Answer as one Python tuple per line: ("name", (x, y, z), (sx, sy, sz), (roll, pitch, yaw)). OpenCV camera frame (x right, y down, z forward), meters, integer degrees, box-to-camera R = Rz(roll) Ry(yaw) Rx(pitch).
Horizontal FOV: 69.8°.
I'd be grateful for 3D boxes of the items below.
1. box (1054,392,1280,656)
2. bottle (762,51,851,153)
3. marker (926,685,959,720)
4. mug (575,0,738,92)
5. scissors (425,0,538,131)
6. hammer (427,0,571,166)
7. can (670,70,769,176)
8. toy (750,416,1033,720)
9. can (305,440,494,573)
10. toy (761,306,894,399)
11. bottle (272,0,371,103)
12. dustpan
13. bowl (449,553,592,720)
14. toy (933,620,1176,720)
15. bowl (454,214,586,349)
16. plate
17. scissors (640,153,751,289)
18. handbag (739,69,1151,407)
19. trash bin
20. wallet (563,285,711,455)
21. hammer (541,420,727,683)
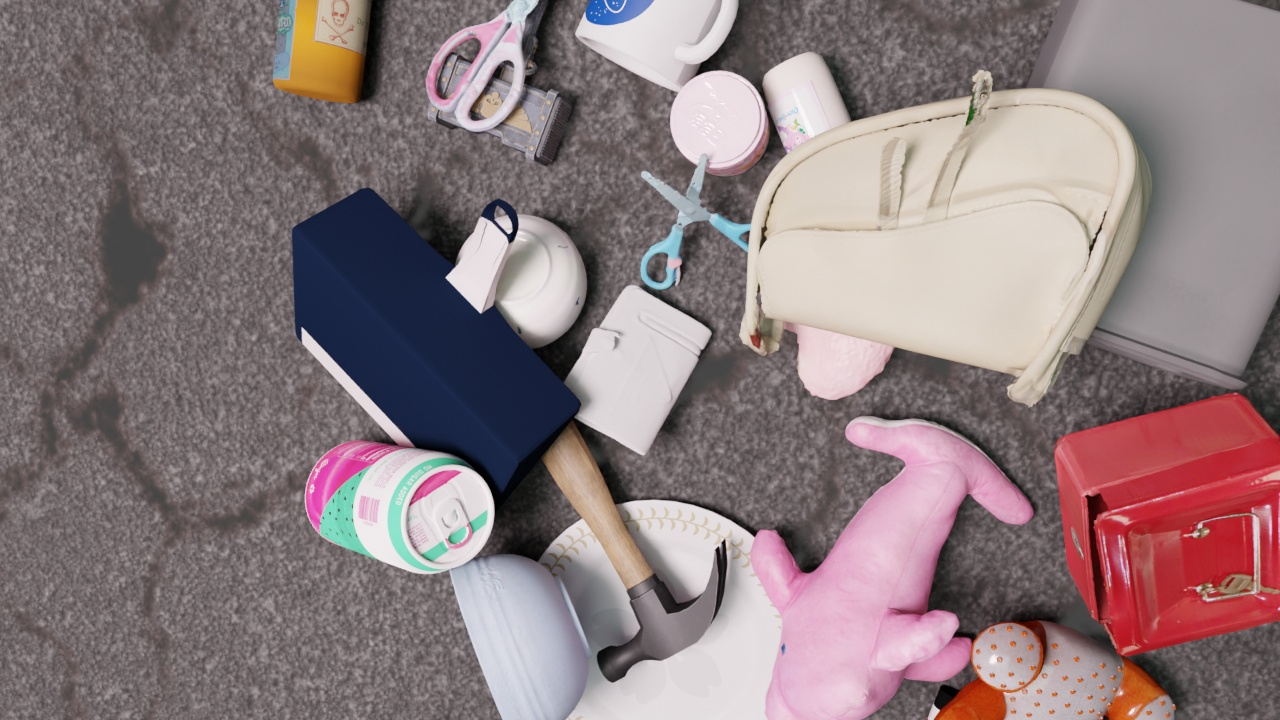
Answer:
("box", (0.356, 0.114, 0.603), (0.129, 0.086, 0.158), (-16, 127, 13))
("bottle", (0.136, -0.149, 0.670), (0.051, 0.051, 0.146), (-23, 92, 13))
("marker", (0.220, 0.325, 0.721), (0.019, 0.019, 0.146), (18, 99, 9))
("mug", (0.022, -0.249, 0.653), (0.121, 0.091, 0.090), (36, 104, 41))
("scissors", (-0.092, -0.252, 0.683), (0.076, 0.017, 0.174), (36, 93, 10))
("hammer", (-0.060, -0.319, 0.699), (0.098, 0.044, 0.322), (23, 98, 8))
("can", (0.060, -0.171, 0.670), (0.067, 0.076, 0.067), (1, 96, 11))
("toy", (0.176, 0.171, 0.657), (0.186, 0.128, 0.265), (29, 89, -3))
("can", (-0.188, 0.110, 0.709), (0.166, 0.088, 0.088), (0, 97, 49))
("toy", (0.145, -0.033, 0.684), (0.105, 0.053, 0.108), (44, 103, 15))
("bottle", (-0.247, -0.288, 0.723), (0.068, 0.067, 0.157), (10, 98, 10))
("dustpan", (-0.151, -0.020, 0.689), (0.236, 0.274, 0.080), (45, 59, 6))
("bowl", (-0.083, 0.209, 0.697), (0.074, 0.151, 0.150), (-22, 91, -10))
("toy", (0.279, 0.276, 0.665), (0.163, 0.092, 0.173), (21, 105, -14))
("bowl", (-0.095, -0.064, 0.709), (0.105, 0.054, 0.104), (-1, 78, 3))
("plate", (0.017, 0.232, 0.753), (0.243, 0.016, 0.242), (1, 96, 11))
("scissors", (0.051, -0.098, 0.679), (0.126, 0.136, 0.015), (1, 56, -11))
("handbag", (0.167, -0.073, 0.556), (0.229, 0.131, 0.184), (14, 100, 34))
("trash bin", (0.336, -0.118, 0.612), (0.192, 0.097, 0.220), (21, 98, 8))
("wallet", (-0.004, 0.004, 0.704), (0.086, 0.032, 0.116), (26, 74, 1))
("hammer", (-0.044, 0.090, 0.727), (0.132, 0.040, 0.305), (-33, 83, 15))
